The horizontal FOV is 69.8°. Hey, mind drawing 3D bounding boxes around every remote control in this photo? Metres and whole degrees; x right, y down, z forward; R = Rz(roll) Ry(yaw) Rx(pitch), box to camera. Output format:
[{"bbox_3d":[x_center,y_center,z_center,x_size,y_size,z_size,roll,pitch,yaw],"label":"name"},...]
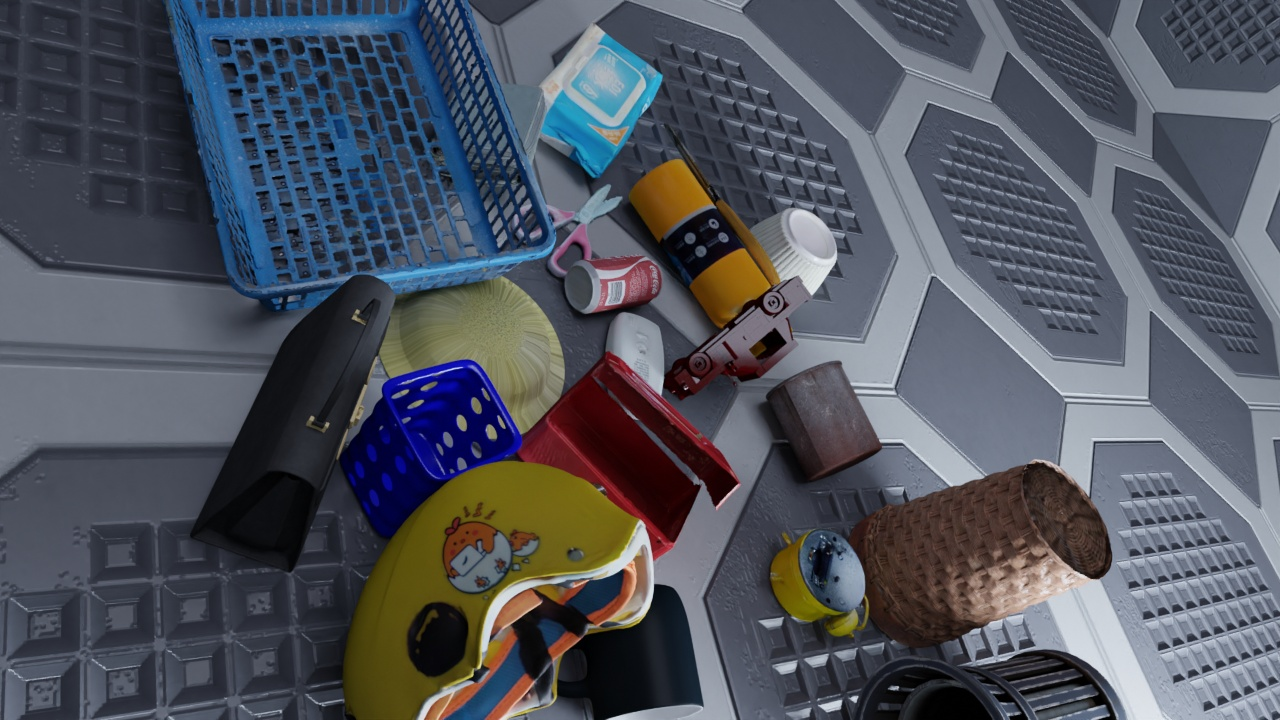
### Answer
[{"bbox_3d":[-0.005,0.005,0.914,0.060,0.028,0.114,19,52,-27],"label":"remote control"}]

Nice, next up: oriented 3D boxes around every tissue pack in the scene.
[{"bbox_3d":[-0.055,-0.300,1.060,0.117,0.066,0.208,35,48,-11],"label":"tissue pack"}]

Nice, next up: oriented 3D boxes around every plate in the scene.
[{"bbox_3d":[-0.141,-0.022,0.824,0.184,0.036,0.184,19,51,-26],"label":"plate"}]

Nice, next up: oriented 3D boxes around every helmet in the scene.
[{"bbox_3d":[-0.112,0.164,0.618,0.239,0.209,0.139,-42,67,-12],"label":"helmet"}]

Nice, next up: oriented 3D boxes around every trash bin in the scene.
[{"bbox_3d":[0.335,0.188,0.922,0.151,0.211,0.151,20,50,-26],"label":"trash bin"},{"bbox_3d":[0.335,0.350,0.853,0.227,0.165,0.164,7,57,-38],"label":"trash bin"}]

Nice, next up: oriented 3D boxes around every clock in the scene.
[{"bbox_3d":[0.181,0.217,0.893,0.118,0.057,0.083,36,45,-12],"label":"clock"}]

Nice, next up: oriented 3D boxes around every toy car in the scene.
[{"bbox_3d":[0.104,-0.013,0.937,0.169,0.070,0.062,-39,94,-14],"label":"toy car"}]

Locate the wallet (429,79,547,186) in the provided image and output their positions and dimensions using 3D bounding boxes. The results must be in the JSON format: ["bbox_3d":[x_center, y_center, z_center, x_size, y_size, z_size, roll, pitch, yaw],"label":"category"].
[{"bbox_3d":[-0.152,-0.235,0.934,0.100,0.054,0.131,9,51,0],"label":"wallet"}]

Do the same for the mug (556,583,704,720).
[{"bbox_3d":[-0.018,0.235,0.722,0.121,0.085,0.094,-6,61,-8],"label":"mug"}]

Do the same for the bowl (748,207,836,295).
[{"bbox_3d":[0.194,-0.139,1.139,0.115,0.063,0.115,19,51,-26],"label":"bowl"}]

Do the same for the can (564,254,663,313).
[{"bbox_3d":[-0.026,-0.079,0.938,0.096,0.054,0.054,-11,69,-41],"label":"can"}]

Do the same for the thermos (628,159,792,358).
[{"bbox_3d":[0.086,-0.113,1.029,0.091,0.076,0.232,-27,79,-39],"label":"thermos"}]

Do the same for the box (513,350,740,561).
[{"bbox_3d":[-0.013,0.085,0.802,0.157,0.126,0.137,43,7,-2],"label":"box"}]

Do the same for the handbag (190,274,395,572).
[{"bbox_3d":[-0.215,0.022,0.624,0.072,0.196,0.175,27,49,-21],"label":"handbag"}]

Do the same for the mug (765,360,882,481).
[{"bbox_3d":[0.202,0.068,0.999,0.123,0.096,0.110,20,49,-67],"label":"mug"}]

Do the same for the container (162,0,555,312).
[{"bbox_3d":[-0.252,-0.207,0.797,0.256,0.089,0.362,-12,68,-26],"label":"container"}]

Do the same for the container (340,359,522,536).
[{"bbox_3d":[-0.161,0.068,0.691,0.084,0.114,0.084,-19,72,-43],"label":"container"}]

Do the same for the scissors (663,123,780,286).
[{"bbox_3d":[0.089,-0.178,1.063,0.229,0.016,0.114,55,-1,-7],"label":"scissors"}]

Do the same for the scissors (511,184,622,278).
[{"bbox_3d":[-0.075,-0.160,0.985,0.101,0.016,0.178,39,46,-9],"label":"scissors"}]
